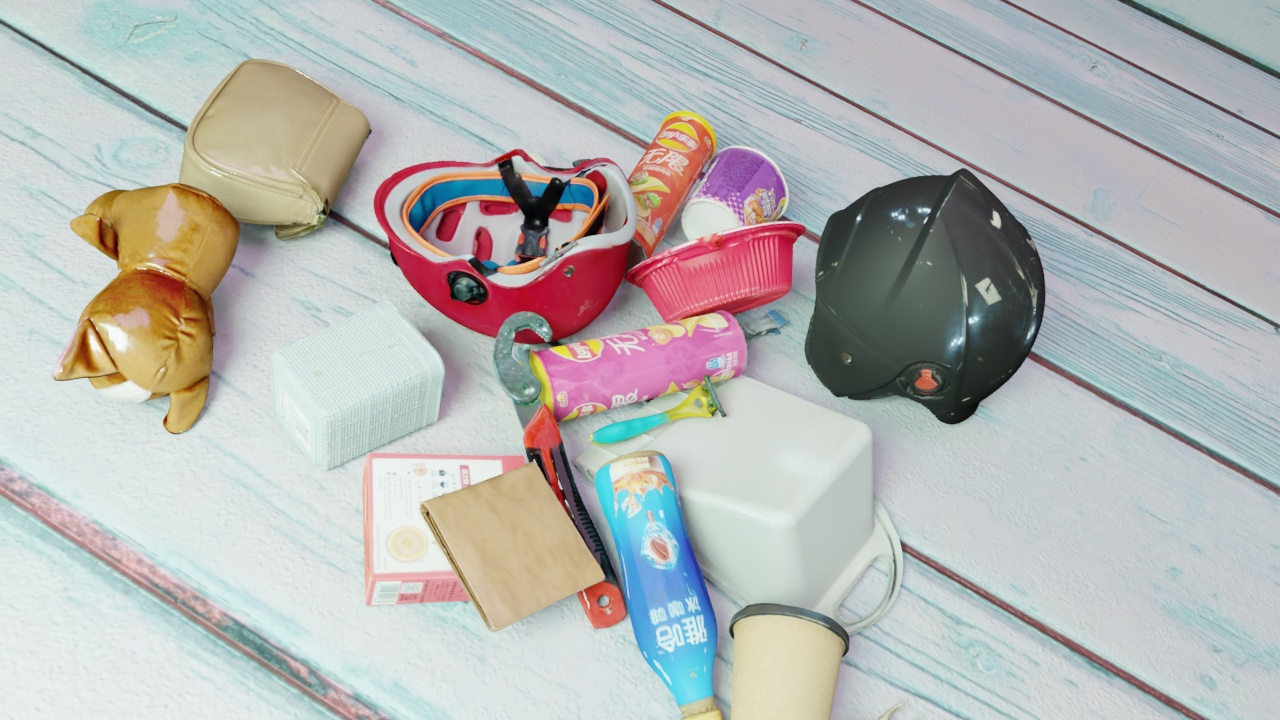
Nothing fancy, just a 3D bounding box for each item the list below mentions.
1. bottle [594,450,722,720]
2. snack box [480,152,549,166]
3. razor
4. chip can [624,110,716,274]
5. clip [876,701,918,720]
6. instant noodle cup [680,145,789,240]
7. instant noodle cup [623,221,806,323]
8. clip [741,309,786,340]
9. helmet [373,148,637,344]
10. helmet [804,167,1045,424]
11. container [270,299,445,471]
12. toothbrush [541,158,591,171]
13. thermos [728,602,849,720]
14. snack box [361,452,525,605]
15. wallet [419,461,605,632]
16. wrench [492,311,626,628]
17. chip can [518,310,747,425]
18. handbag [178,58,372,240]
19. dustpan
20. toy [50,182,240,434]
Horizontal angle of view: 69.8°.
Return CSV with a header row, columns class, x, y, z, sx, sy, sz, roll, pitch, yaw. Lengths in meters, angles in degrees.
class,x,y,z,sx,sy,sz,roll,pitch,yaw
bottle,0.019,0.181,0.714,0.065,0.065,0.218,-5,65,-26
snack box,-0.112,-0.171,1.031,0.084,0.027,0.157,-20,58,-36
razor,0.013,0.053,0.837,0.132,0.028,0.043,-18,78,-19
chip can,0.017,-0.188,1.026,0.073,0.073,0.216,26,56,2
clip,0.181,0.306,0.698,0.103,0.035,0.092,6,42,-28
instant noodle cup,0.105,-0.179,1.078,0.111,0.112,0.099,31,54,8
instant noodle cup,0.083,-0.082,0.945,0.193,0.194,0.066,-13,85,-32
clip,0.133,-0.036,1.013,0.058,0.039,0.026,-18,60,-36
helmet,-0.125,-0.099,0.879,0.240,0.144,0.206,5,40,2
helmet,0.314,-0.069,0.982,0.274,0.231,0.232,45,47,-6
container,-0.236,0.022,0.755,0.111,0.090,0.090,-29,63,-36
toothbrush,-0.128,-0.213,1.034,0.189,0.014,0.016,-14,55,-32
thermos,0.105,0.251,0.683,0.093,0.093,0.143,19,53,-5
snack box,-0.150,0.130,0.717,0.127,0.044,0.113,3,47,-21
wallet,-0.095,0.137,0.688,0.101,0.020,0.115,-17,60,-36
wrench,-0.069,0.085,0.756,0.056,0.016,0.273,-14,74,-15
chip can,-0.005,0.005,0.862,0.210,0.072,0.071,-13,55,-25
handbag,-0.364,-0.208,0.916,0.147,0.100,0.204,21,44,-14
dustpan,0.111,0.133,0.849,0.258,0.143,0.222,16,35,36
toy,-0.396,-0.047,0.734,0.140,0.131,0.199,33,40,-51
